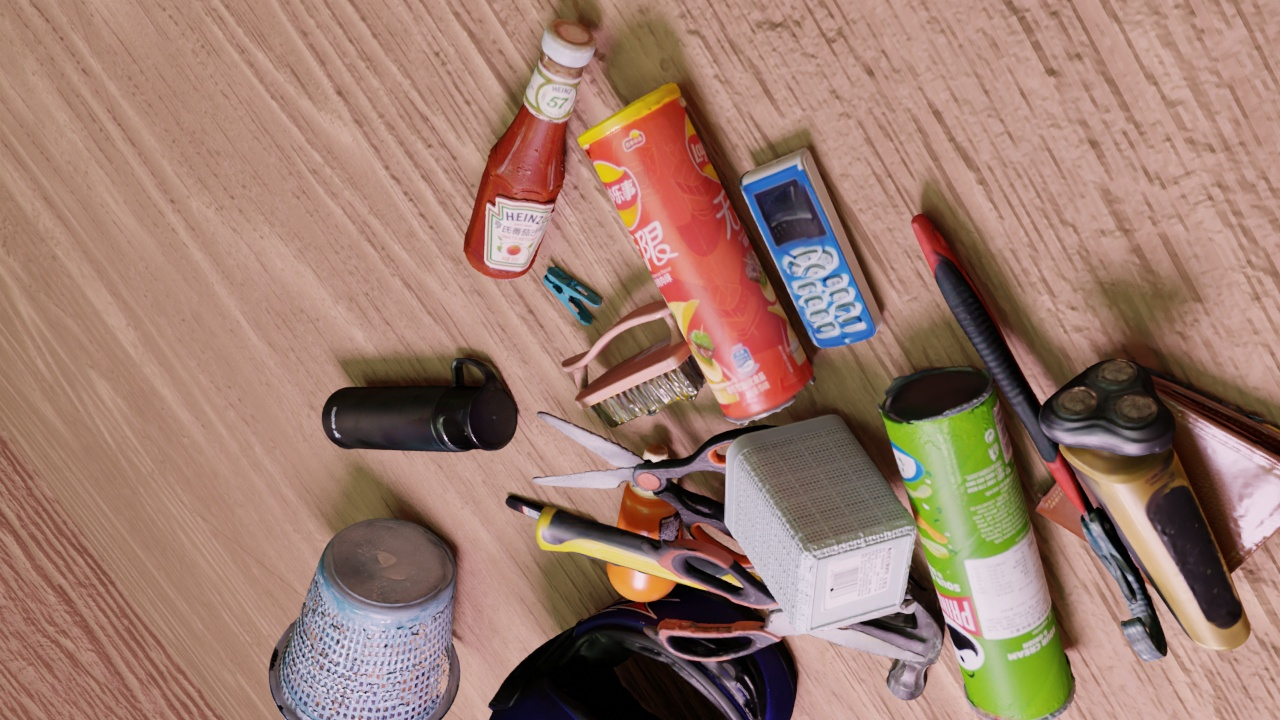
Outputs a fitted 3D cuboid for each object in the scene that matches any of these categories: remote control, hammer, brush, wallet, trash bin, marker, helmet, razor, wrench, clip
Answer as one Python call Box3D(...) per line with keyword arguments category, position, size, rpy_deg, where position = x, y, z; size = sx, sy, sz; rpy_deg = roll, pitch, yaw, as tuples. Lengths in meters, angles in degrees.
Box3D(category="remote control", position=(0.108, -0.068, 0.575), size=(0.049, 0.024, 0.125), rpy_deg=(-13, 111, 45))
Box3D(category="hammer", position=(0.071, 0.169, 0.714), size=(0.323, 0.031, 0.126), rpy_deg=(14, 126, 14))
Box3D(category="brush", position=(-0.004, 0.004, 0.696), size=(0.146, 0.063, 0.073), rpy_deg=(-25, 105, 49))
Box3D(category="wallet", position=(0.294, 0.072, 0.514), size=(0.101, 0.032, 0.125), rpy_deg=(34, 135, 22))
Box3D(category="trash bin", position=(-0.306, 0.303, 1.075), size=(0.226, 0.225, 0.195), rpy_deg=(32, 122, 19))
Box3D(category="marker", position=(-0.090, 0.155, 0.912), size=(0.124, 0.015, 0.018), rpy_deg=(12, 124, 38))
Box3D(category="helmet", position=(-0.018, 0.362, 0.832), size=(0.247, 0.239, 0.317), rpy_deg=(44, 137, 5))
Box3D(category="razor", position=(0.271, 0.080, 0.479), size=(0.167, 0.062, 0.067), rpy_deg=(58, 171, -9))
Box3D(category="wrench", position=(0.221, 0.037, 0.513), size=(0.016, 0.056, 0.273), rpy_deg=(-30, 83, 31))
Box3D(category="clip", position=(-0.056, -0.053, 0.734), size=(0.055, 0.013, 0.038), rpy_deg=(41, 137, 11))

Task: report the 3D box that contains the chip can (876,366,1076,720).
Box3D(category="chip can", position=(0.216, 0.119, 0.583), size=(0.072, 0.072, 0.236), rpy_deg=(-4, 115, 42))

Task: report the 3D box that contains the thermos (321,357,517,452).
Box3D(category="thermos", position=(-0.224, 0.047, 0.921), size=(0.243, 0.068, 0.090), rpy_deg=(-4, 84, 40))

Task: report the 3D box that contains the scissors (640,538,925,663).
Box3D(category="scissors", position=(0.093, 0.191, 0.689), size=(0.226, 0.015, 0.190), rpy_deg=(32, 129, 0))

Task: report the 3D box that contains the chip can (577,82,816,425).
Box3D(category="chip can", position=(0.039, -0.067, 0.602), size=(0.073, 0.073, 0.216), rpy_deg=(-14, 110, 45))

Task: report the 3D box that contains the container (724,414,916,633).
Box3D(category="container", position=(0.119, 0.109, 0.608), size=(0.111, 0.090, 0.090), rpy_deg=(-121, 23, -52))

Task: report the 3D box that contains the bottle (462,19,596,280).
Box3D(category="bottle", position=(-0.078, -0.144, 0.655), size=(0.060, 0.059, 0.207), rpy_deg=(40, 136, 11))

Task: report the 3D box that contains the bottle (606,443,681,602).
Box3D(category="bottle", position=(0.007, 0.135, 0.784), size=(0.067, 0.066, 0.150), rpy_deg=(23, 124, 27))

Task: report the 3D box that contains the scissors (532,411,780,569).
Box3D(category="scissors", position=(0.031, 0.089, 0.707), size=(0.230, 0.021, 0.221), rpy_deg=(-30, 116, 34))
